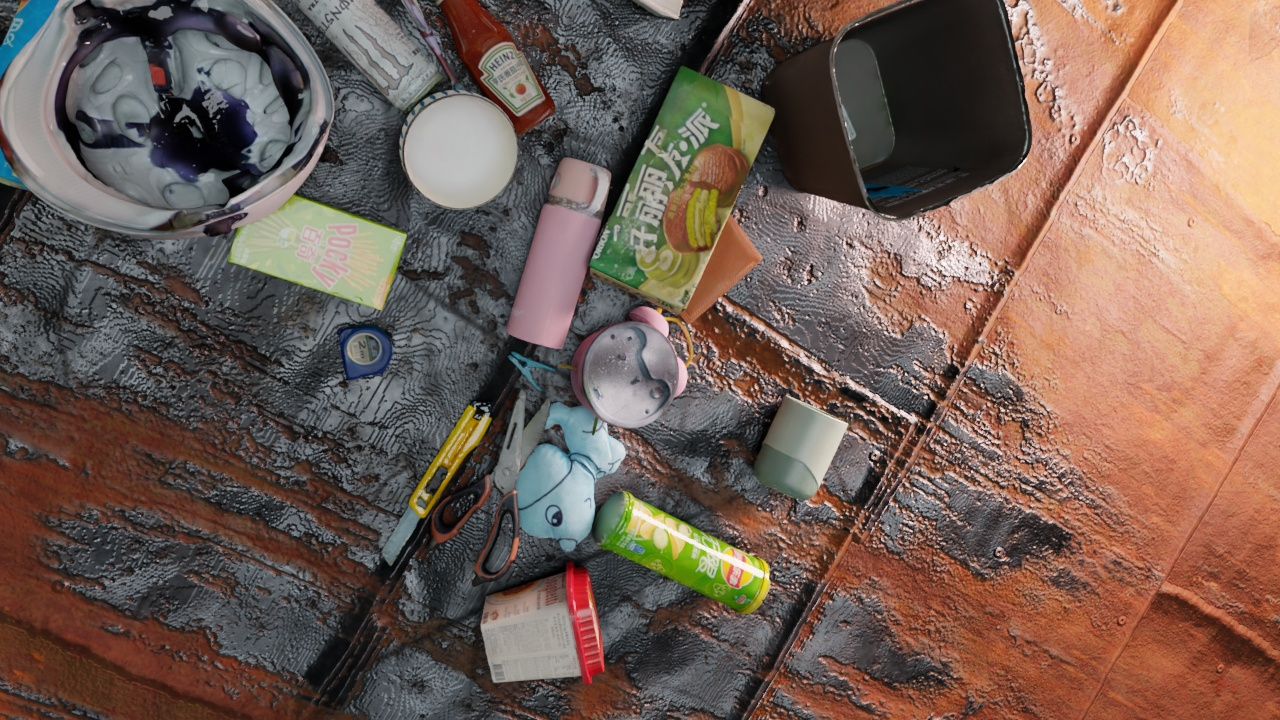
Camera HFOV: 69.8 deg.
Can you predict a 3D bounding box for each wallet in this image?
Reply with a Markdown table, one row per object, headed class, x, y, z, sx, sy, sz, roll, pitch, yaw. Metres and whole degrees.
| class | x | y | z | sx | sy | sz | roll | pitch | yaw |
| --- | --- | --- | --- | --- | --- | --- | --- | --- | --- |
| wallet | 0.067 | -0.115 | 1.047 | 0.124 | 0.032 | 0.101 | -41 | 112 | -4 |

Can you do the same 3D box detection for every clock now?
| class | x | y | z | sx | sy | sz | roll | pitch | yaw |
| --- | --- | --- | --- | --- | --- | --- | --- | --- | --- |
| clock | -0.006 | 0.006 | 1.026 | 0.158 | 0.060 | 0.117 | -30 | 104 | -21 |

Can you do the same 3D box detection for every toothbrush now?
| class | x | y | z | sx | sy | sz | roll | pitch | yaw |
| --- | --- | --- | --- | --- | --- | --- | --- | --- | --- |
| toothbrush | -0.219 | -0.338 | 0.924 | 0.016 | 0.017 | 0.187 | -31 | 108 | -9 |

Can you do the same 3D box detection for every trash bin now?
| class | x | y | z | sx | sy | sz | roll | pitch | yaw |
| --- | --- | --- | --- | --- | --- | --- | --- | --- | --- |
| trash bin | 0.252 | -0.263 | 0.970 | 0.199 | 0.220 | 0.199 | -23 | 105 | -11 |

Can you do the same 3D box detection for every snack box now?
| class | x | y | z | sx | sy | sz | roll | pitch | yaw |
| --- | --- | --- | --- | --- | --- | --- | --- | --- | --- |
| snack box | 0.043 | -0.179 | 0.983 | 0.114 | 0.063 | 0.240 | 25 | 88 | -1 |
| snack box | -0.326 | -0.116 | 0.934 | 0.156 | 0.026 | 0.086 | 19 | 96 | -19 |

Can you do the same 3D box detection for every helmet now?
| class | x | y | z | sx | sy | sz | roll | pitch | yaw |
| --- | --- | --- | --- | --- | --- | --- | --- | --- | --- |
| helmet | -0.410 | -0.210 | 0.820 | 0.258 | 0.146 | 0.229 | -37 | 94 | -18 |

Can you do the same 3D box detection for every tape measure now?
| class | x | y | z | sx | sy | sz | roll | pitch | yaw |
| --- | --- | --- | --- | --- | --- | --- | --- | --- | --- |
| tape measure | -0.290 | -0.010 | 0.967 | 0.054 | 0.025 | 0.058 | -9 | 107 | -16 |

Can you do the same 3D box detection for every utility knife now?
| class | x | y | z | sx | sy | sz | roll | pitch | yaw |
| --- | --- | --- | --- | --- | --- | --- | --- | --- | --- |
| utility knife | -0.226 | 0.135 | 1.020 | 0.033 | 0.015 | 0.218 | 32 | 91 | -17 |

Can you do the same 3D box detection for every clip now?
| class | x | y | z | sx | sy | sz | roll | pitch | yaw |
| --- | --- | --- | --- | --- | --- | --- | --- | --- | --- |
| clip | -0.124 | 0.008 | 1.025 | 0.055 | 0.013 | 0.034 | 33 | 90 | -19 |

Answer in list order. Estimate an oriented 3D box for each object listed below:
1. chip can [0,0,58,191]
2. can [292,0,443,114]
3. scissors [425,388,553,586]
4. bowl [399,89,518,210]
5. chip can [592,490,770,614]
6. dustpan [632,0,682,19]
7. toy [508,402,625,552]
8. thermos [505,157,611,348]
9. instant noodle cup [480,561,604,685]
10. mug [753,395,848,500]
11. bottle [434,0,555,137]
| class | x | y | z | sx | sy | sz | roll | pitch | yaw |
| --- | --- | --- | --- | --- | --- | --- | --- | --- | --- |
| chip can | -0.535 | -0.261 | 0.820 | 0.071 | 0.071 | 0.210 | 26 | 93 | -19 |
| can | -0.264 | -0.314 | 0.895 | 0.058 | 0.058 | 0.146 | -45 | 109 | -4 |
| scissors | -0.165 | 0.140 | 1.019 | 0.213 | 0.015 | 0.197 | -22 | 85 | 8 |
| bowl | -0.187 | -0.217 | 0.925 | 0.116 | 0.066 | 0.117 | -12 | 121 | -20 |
| chip can | 0.048 | 0.227 | 1.088 | 0.221 | 0.072 | 0.072 | 29 | 92 | -19 |
| dustpan | -0.034 | -0.488 | 0.884 | 0.257 | 0.142 | 0.223 | 13 | 97 | -17 |
| toy | -0.088 | 0.133 | 1.042 | 0.156 | 0.050 | 0.161 | -26 | 95 | -6 |
| thermos | -0.081 | -0.112 | 0.975 | 0.067 | 0.087 | 0.199 | 15 | 98 | -31 |
| instant noodle cup | -0.111 | 0.304 | 1.042 | 0.124 | 0.116 | 0.117 | -10 | 103 | -3 |
| mug | 0.197 | 0.109 | 1.109 | 0.111 | 0.082 | 0.106 | 19 | 96 | -50 |
| bottle | -0.162 | -0.325 | 0.921 | 0.059 | 0.060 | 0.206 | -36 | 109 | -7 |
